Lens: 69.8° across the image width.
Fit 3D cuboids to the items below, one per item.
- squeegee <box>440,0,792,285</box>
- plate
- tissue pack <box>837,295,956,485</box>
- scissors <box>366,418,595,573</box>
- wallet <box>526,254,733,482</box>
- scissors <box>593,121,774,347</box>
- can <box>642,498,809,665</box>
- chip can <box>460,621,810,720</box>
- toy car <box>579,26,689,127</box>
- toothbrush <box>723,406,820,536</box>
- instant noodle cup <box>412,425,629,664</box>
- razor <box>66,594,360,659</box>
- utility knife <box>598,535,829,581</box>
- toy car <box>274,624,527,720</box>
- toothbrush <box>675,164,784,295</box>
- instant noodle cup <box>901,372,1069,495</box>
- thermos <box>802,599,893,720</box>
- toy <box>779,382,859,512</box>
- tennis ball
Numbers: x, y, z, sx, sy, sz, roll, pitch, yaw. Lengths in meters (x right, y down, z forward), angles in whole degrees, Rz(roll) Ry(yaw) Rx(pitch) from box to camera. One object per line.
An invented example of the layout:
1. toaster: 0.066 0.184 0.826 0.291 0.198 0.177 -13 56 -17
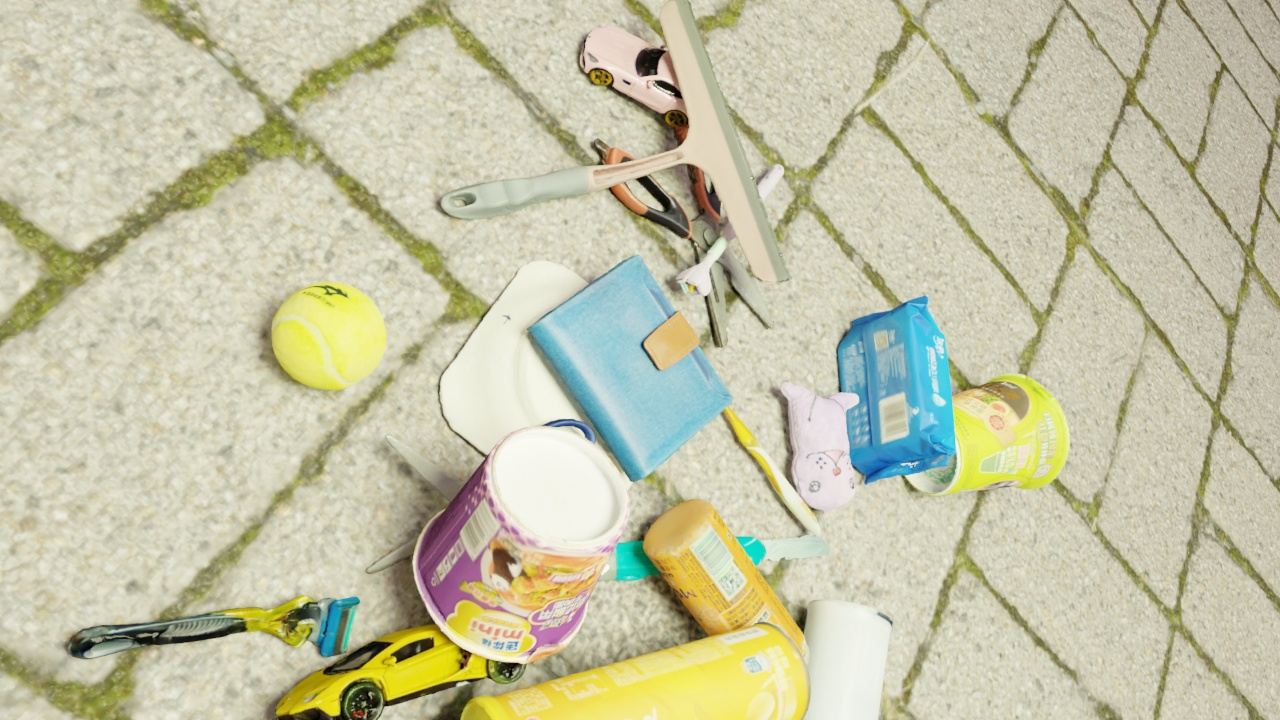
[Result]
1. squeegee: -0.035 -0.142 0.702 0.249 0.040 0.247 -18 88 -23
2. plate: -0.045 0.017 0.661 0.163 0.034 0.163 41 56 -18
3. tissue pack: 0.225 0.026 0.805 0.052 0.095 0.157 13 67 -32
4. scissors: -0.094 0.096 0.596 0.173 0.012 0.162 47 74 -20
5. wallet: -0.004 0.004 0.649 0.106 0.040 0.133 -37 98 -32
6. scissors: 0.047 -0.122 0.779 0.227 0.015 0.188 35 59 -22
7. can: 0.063 0.170 0.660 0.058 0.058 0.146 -47 112 -35
8. chip can: 0.002 0.214 0.555 0.213 0.072 0.072 -4 78 -34
9. toy car: 0.009 -0.239 0.765 0.122 0.037 0.056 24 55 -14
10. toothbrush: 0.087 0.070 0.742 0.018 0.016 0.191 -40 97 -24
11. instant noodle cup: -0.062 0.098 0.524 0.111 0.099 0.111 20 38 -17
12. razor: -0.231 0.147 0.503 0.142 0.022 0.043 3 118 -30
13. utility knife: 0.062 0.150 0.705 0.222 0.013 0.029 4 73 -31
14. toy car: -0.131 0.177 0.528 0.155 0.071 0.041 -7 81 -35
15. toothbrush: 0.084 -0.116 0.782 0.029 0.021 0.188 30 51 9
16. instant noodle cup: 0.305 0.075 0.842 0.123 0.112 0.111 -8 80 -28
17. thermos: 0.135 0.294 0.677 0.073 0.073 0.223 30 61 -24
18. toy: 0.154 0.074 0.775 0.083 0.039 0.108 6 72 -27
19. tennis ball: -0.187 -0.015 0.553 0.065 0.066 0.065 11 70 -31
